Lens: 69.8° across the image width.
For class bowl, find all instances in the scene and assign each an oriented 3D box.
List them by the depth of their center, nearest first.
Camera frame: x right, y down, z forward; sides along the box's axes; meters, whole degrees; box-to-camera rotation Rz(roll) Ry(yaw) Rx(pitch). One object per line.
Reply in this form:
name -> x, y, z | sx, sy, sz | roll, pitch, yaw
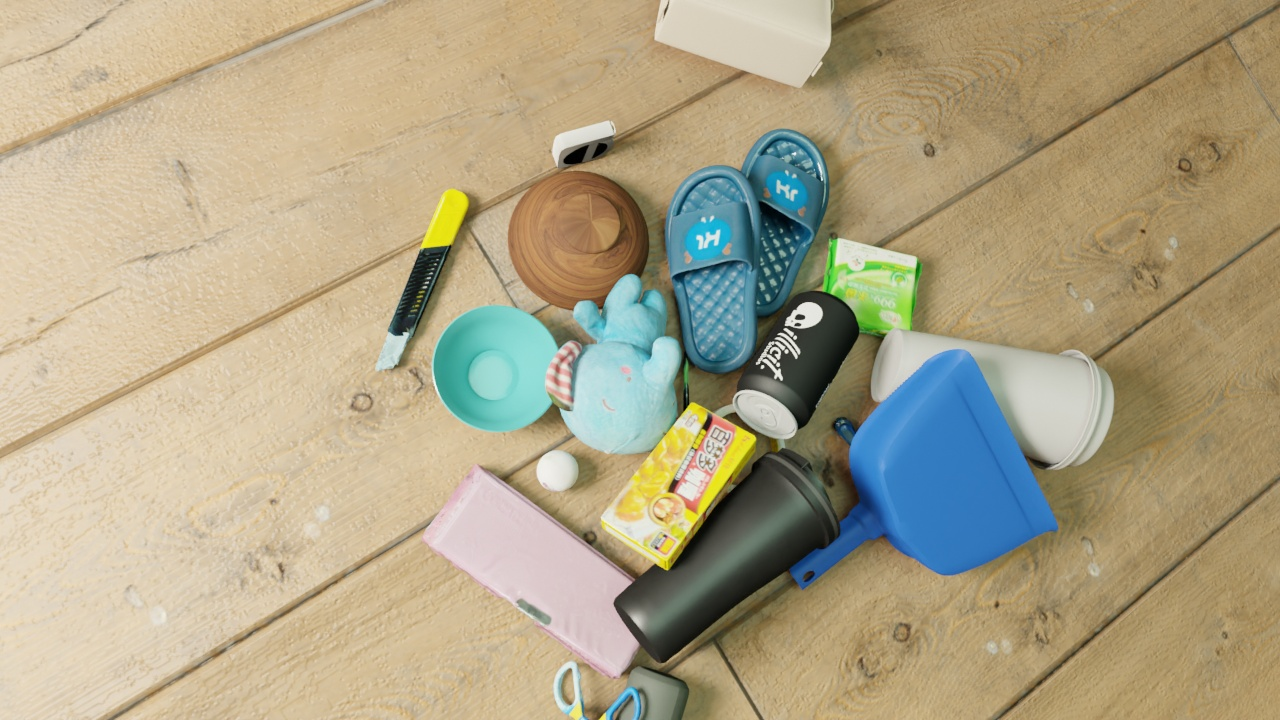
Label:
bowl -> -0.140, 0.011, 0.886 | 0.121, 0.046, 0.121 | 2, 80, -14
bowl -> -0.056, -0.128, 0.919 | 0.147, 0.069, 0.147 | 2, 80, -14

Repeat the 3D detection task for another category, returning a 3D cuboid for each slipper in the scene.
slipper -> 0.070, -0.093, 0.934 | 0.104, 0.059, 0.213 | -4, 87, 26
slipper -> 0.148, -0.148, 0.981 | 0.103, 0.059, 0.213 | 19, 78, -12

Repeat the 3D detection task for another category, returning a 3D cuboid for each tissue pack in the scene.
tissue pack -> 0.251, -0.079, 1.008 | 0.114, 0.034, 0.099 | 11, 79, -10

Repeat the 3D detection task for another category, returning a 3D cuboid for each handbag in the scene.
handbag -> 0.120, -0.422, 1.011 | 0.194, 0.101, 0.197 | 14, 65, -12

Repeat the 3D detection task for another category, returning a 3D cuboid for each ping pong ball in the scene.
ping pong ball -> -0.080, 0.107, 0.887 | 0.040, 0.040, 0.040 | 2, 80, -14

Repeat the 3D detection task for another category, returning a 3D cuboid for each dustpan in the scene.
dustpan -> 0.266, 0.153, 0.931 | 0.257, 0.059, 0.245 | -36, 111, -6

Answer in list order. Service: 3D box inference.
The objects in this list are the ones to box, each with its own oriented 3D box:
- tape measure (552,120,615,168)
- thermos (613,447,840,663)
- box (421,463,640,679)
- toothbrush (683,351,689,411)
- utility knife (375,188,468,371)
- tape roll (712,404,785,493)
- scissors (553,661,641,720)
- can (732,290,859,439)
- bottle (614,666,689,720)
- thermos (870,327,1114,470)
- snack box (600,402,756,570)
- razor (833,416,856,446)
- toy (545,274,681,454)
tape measure -> -0.057, -0.220, 0.937 | 0.064, 0.065, 0.016 | -19, 85, -14
thermos -> 0.081, 0.185, 0.862 | 0.218, 0.106, 0.106 | -36, 90, -17
box -> -0.090, 0.201, 0.874 | 0.233, 0.041, 0.098 | 36, 67, -7
toothbrush -> 0.047, 0.071, 0.908 | 0.017, 0.014, 0.187 | -5, 58, 12
utility knife -> -0.214, -0.078, 0.896 | 0.029, 0.020, 0.197 | 22, 75, -8
tape roll -> 0.102, 0.092, 0.948 | 0.094, 0.019, 0.094 | 2, 80, -14
scissors -> -0.053, 0.336, 0.847 | 0.125, 0.016, 0.125 | -51, 56, 9
can -> 0.159, 0.003, 0.934 | 0.080, 0.080, 0.145 | 39, 63, -5
bottle -> 0.004, 0.347, 0.857 | 0.060, 0.060, 0.108 | 21, 76, -10
thermos -> 0.367, 0.032, 0.977 | 0.222, 0.132, 0.131 | 15, 77, -4
snack box -> 0.037, 0.114, 0.854 | 0.075, 0.025, 0.152 | 29, 62, 22
razor -> 0.253, 0.117, 0.982 | 0.044, 0.018, 0.141 | -36, 88, 5
toy -> -0.005, 0.005, 0.885 | 0.183, 0.115, 0.180 | 31, 68, -37
